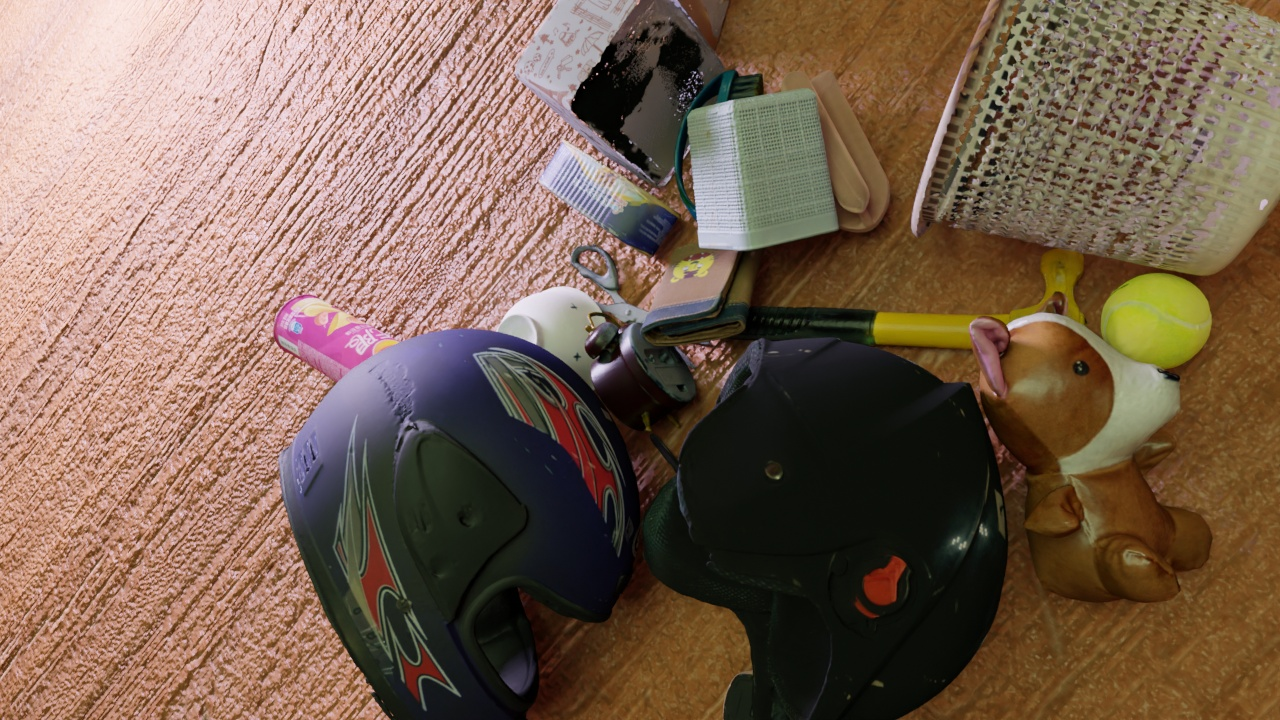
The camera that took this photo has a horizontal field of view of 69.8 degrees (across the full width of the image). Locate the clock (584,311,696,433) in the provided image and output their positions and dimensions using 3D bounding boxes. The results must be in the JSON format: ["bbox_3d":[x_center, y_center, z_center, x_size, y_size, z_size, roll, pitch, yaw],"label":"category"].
[{"bbox_3d":[-0.005,0.005,0.783,0.055,0.082,0.122,-40,73,24],"label":"clock"}]

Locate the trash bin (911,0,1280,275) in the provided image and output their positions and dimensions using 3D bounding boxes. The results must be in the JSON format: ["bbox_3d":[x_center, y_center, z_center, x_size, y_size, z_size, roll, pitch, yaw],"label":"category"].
[{"bbox_3d":[0.313,-0.158,0.604,0.192,0.227,0.227,24,88,18],"label":"trash bin"}]

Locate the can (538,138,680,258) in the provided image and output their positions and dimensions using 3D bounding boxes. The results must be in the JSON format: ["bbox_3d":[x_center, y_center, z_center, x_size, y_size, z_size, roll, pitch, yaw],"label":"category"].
[{"bbox_3d":[-0.031,-0.150,0.848,0.148,0.074,0.049,38,99,31],"label":"can"}]

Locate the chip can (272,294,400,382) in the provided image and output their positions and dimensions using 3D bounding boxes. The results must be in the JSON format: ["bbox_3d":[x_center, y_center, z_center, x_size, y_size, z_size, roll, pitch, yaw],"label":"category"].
[{"bbox_3d":[-0.287,-0.003,0.942,0.211,0.071,0.071,25,88,31],"label":"chip can"}]

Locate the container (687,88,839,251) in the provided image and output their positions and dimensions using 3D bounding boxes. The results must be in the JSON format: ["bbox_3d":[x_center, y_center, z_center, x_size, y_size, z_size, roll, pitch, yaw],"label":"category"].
[{"bbox_3d":[0.094,-0.150,0.725,0.090,0.090,0.111,21,123,64],"label":"container"}]

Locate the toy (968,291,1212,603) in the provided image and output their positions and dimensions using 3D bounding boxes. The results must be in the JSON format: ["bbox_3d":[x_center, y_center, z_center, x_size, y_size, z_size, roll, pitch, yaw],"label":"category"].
[{"bbox_3d":[0.284,0.053,0.584,0.131,0.139,0.199,-31,75,40],"label":"toy"}]

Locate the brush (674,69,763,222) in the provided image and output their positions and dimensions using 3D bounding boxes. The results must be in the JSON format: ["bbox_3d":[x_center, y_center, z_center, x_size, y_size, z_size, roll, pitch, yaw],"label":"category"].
[{"bbox_3d":[0.067,-0.186,0.809,0.073,0.055,0.143,7,84,15],"label":"brush"}]

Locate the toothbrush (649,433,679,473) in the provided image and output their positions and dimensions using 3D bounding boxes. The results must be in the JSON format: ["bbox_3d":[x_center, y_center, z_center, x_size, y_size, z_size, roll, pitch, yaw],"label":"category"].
[{"bbox_3d":[0.062,0.124,0.757,0.018,0.015,0.181,-43,62,4],"label":"toothbrush"}]

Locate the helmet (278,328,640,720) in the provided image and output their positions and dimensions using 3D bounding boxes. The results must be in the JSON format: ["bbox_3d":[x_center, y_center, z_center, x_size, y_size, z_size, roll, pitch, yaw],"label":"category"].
[{"bbox_3d":[-0.116,0.126,0.728,0.240,0.247,0.315,-26,89,1],"label":"helmet"}]

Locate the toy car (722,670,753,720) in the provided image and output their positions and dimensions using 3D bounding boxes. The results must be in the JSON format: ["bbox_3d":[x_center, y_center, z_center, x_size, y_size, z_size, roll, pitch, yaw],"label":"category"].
[{"bbox_3d":[0.121,0.268,0.675,0.122,0.037,0.056,14,86,17],"label":"toy car"}]

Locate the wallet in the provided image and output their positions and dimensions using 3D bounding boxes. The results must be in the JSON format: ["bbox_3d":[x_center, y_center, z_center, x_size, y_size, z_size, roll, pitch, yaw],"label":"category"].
[{"bbox_3d":[0.055,-0.061,0.772,0.090,0.033,0.115,-8,37,27],"label":"wallet"}]

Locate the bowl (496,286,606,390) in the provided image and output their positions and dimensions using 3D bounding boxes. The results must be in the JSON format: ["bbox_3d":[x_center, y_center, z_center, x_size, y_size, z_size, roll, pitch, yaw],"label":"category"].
[{"bbox_3d":[-0.094,-0.015,0.838,0.118,0.064,0.118,-5,81,31],"label":"bowl"}]

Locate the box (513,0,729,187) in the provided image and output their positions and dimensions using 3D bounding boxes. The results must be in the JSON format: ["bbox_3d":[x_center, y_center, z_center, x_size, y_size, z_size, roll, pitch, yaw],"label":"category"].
[{"bbox_3d":[0.018,-0.310,0.805,0.105,0.178,0.260,36,94,30],"label":"box"}]

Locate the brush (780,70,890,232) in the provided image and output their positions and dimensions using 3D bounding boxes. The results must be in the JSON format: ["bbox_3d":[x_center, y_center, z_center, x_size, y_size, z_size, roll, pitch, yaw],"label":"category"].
[{"bbox_3d":[0.157,-0.169,0.754,0.063,0.073,0.145,-27,67,17],"label":"brush"}]

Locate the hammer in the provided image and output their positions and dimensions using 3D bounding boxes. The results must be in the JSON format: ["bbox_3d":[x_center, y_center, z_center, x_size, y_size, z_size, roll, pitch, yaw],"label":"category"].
[{"bbox_3d":[0.184,-0.025,0.724,0.301,0.033,0.128,4,77,28],"label":"hammer"}]

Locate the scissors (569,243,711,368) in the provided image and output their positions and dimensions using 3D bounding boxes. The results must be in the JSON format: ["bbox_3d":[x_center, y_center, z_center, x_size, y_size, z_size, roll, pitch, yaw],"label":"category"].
[{"bbox_3d":[-0.017,-0.041,0.847,0.156,0.014,0.168,-24,71,20],"label":"scissors"}]

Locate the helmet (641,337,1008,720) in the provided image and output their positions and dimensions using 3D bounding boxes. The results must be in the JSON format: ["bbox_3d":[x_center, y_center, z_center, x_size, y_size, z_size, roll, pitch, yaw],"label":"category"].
[{"bbox_3d":[0.123,0.116,0.603,0.230,0.234,0.274,-5,74,-5],"label":"helmet"}]

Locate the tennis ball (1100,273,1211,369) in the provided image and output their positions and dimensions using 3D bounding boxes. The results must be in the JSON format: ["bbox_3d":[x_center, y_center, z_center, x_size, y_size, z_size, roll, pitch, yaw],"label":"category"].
[{"bbox_3d":[0.347,-0.026,0.619,0.066,0.065,0.065,-8,73,26],"label":"tennis ball"}]
